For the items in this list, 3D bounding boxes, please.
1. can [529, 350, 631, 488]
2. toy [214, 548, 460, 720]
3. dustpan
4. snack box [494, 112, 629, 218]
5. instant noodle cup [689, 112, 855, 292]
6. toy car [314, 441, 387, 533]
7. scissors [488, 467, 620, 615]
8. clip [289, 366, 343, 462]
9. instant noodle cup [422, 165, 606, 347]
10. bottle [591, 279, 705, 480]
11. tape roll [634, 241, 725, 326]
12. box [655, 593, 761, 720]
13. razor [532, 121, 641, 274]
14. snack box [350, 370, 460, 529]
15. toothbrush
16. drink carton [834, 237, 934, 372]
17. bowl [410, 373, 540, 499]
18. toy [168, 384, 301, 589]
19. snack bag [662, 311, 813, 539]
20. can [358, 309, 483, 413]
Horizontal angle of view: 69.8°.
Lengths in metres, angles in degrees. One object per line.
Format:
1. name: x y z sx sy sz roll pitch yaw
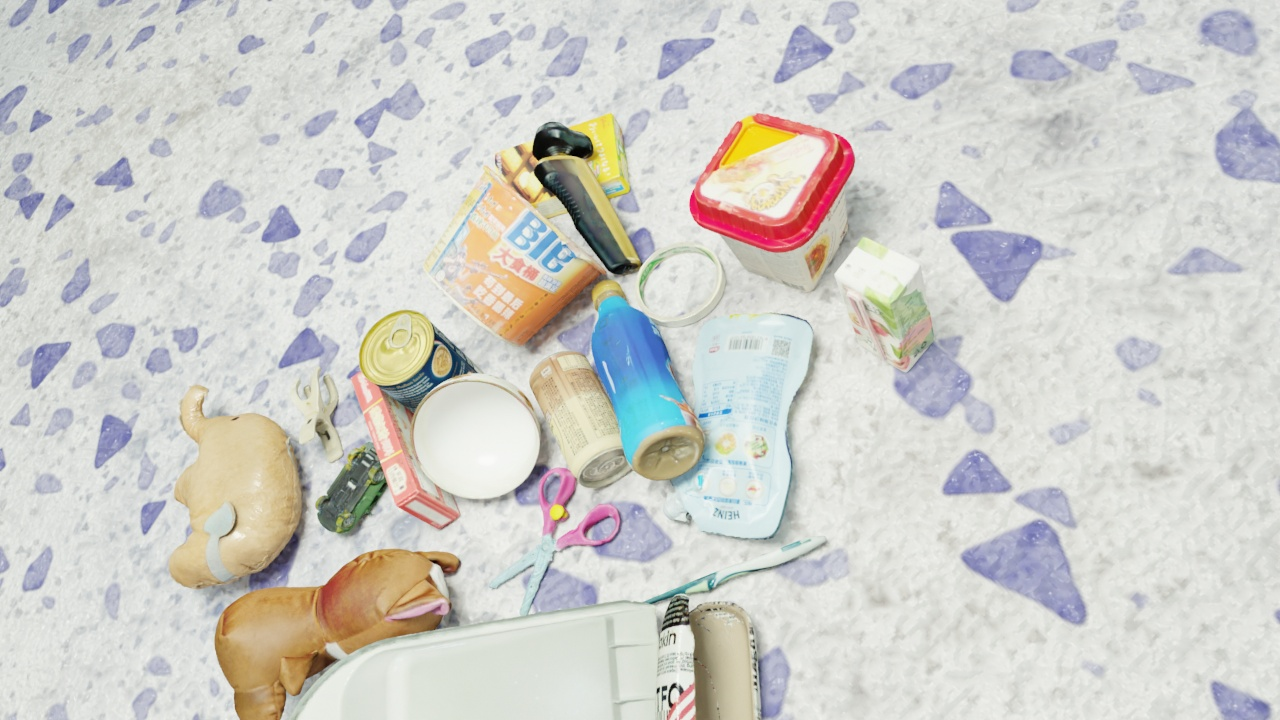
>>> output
1. can: -0.052 0.050 0.805 0.058 0.058 0.116 -33 57 4
2. toy: -0.244 0.224 0.764 0.199 0.130 0.140 -28 18 -5
3. dustpan: -0.123 0.299 0.665 0.143 0.257 0.222 -37 53 52
4. snack box: -0.084 -0.197 0.961 0.140 0.034 0.086 -14 61 13
5. instant noodle cup: 0.120 -0.128 0.785 0.117 0.124 0.116 25 75 30
6. toy car: -0.269 0.122 0.872 0.043 0.036 0.091 29 77 30
7. scissors: -0.070 0.160 0.785 0.113 0.017 0.134 12 74 22
8. clip: -0.327 0.053 0.931 0.035 0.072 0.100 -29 51 5
9. instant noodle cup: -0.123 -0.091 0.862 0.111 0.151 0.151 -49 57 4
10. bottle: -0.005 0.005 0.796 0.065 0.065 0.218 -28 45 7
11. tape roll: 0.036 -0.072 0.857 0.086 0.014 0.085 -10 62 18
12. box: 0.053 0.254 0.662 0.087 0.076 0.162 5 61 -15
13. razor: -0.050 -0.156 0.892 0.067 0.062 0.167 -27 79 -21
14. snack box: -0.219 0.079 0.850 0.025 0.075 0.152 -33 57 3
15. toothbrush: 0.057 0.176 0.722 0.192 0.016 0.018 -23 68 11
16. drink carton: 0.190 -0.040 0.712 0.053 0.122 0.045 35 83 32
17. bowl: -0.143 0.060 0.824 0.113 0.113 0.062 -23 16 10
18. toy: -0.404 0.112 0.908 0.143 0.082 0.225 -21 56 1
19. snack bag: 0.080 0.052 0.762 0.110 0.039 0.190 3 67 25
20. can: -0.199 0.012 0.856 0.075 0.111 0.075 -9 61 16
